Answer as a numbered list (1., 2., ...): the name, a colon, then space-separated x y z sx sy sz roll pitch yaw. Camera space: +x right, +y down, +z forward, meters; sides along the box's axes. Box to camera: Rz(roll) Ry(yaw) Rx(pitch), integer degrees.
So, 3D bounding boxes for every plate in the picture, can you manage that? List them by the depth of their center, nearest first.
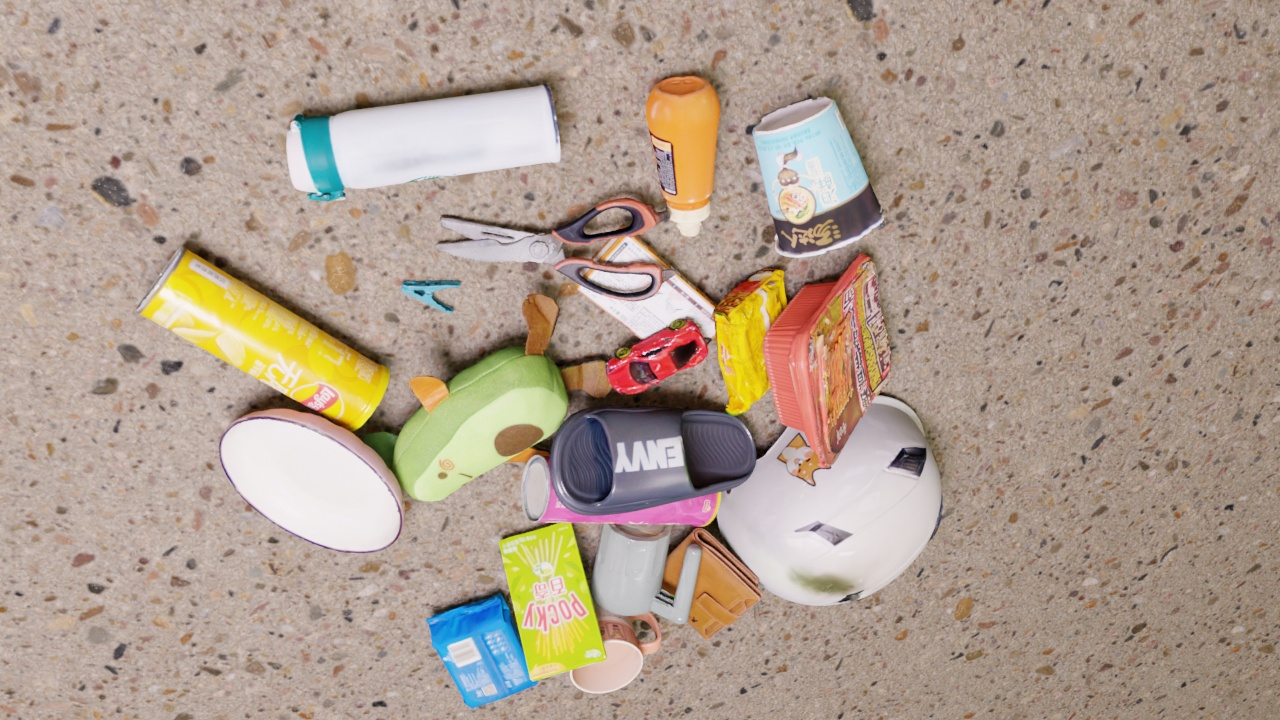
1. plate: -0.313 0.113 0.895 0.192 0.038 0.193 11 133 12

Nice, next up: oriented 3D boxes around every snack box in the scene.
1. snack box: 0.013 -0.060 0.923 0.153 0.026 0.075 38 105 -28
2. snack box: -0.097 0.264 1.013 0.085 0.156 0.026 -15 160 -6

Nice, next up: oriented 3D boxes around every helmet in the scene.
1. helmet: 0.231 0.177 1.038 0.274 0.156 0.230 -27 122 1

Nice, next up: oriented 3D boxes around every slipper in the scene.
1. slipper: 0.031 0.089 0.929 0.267 0.110 0.084 -1 163 -38

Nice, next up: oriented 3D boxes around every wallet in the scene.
1. wallet: 0.078 0.264 1.063 0.119 0.035 0.131 45 136 9

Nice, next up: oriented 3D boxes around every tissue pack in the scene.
1. tissue pack: -0.184 0.344 1.086 0.095 0.052 0.157 -18 122 -2

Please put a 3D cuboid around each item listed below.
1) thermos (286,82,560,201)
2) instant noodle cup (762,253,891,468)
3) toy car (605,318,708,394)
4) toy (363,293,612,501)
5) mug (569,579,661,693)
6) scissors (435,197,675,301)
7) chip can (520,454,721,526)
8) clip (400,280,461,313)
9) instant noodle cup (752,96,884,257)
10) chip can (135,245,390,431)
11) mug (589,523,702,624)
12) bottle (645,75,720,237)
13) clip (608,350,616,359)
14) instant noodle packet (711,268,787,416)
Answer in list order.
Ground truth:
1. thermos: -0.183 -0.184 0.779 0.224 0.073 0.073 -10 121 -8
2. instant noodle cup: 0.188 -0.001 0.939 0.079 0.188 0.165 7 129 34
3. toy car: 0.016 0.000 0.926 0.106 0.031 0.049 -26 122 5
4. toy: -0.147 0.054 0.905 0.247 0.090 0.227 -39 140 5
5. mug: -0.035 0.319 1.079 0.114 0.105 0.082 -5 120 -12
6. scissors: -0.075 -0.114 0.858 0.206 0.015 0.201 -39 110 12
7. chip can: -0.019 0.141 0.979 0.210 0.071 0.071 7 117 -31
8. clip: -0.201 -0.064 0.873 0.054 0.013 0.033 11 114 -20
9. instant noodle cup: 0.158 -0.175 0.858 0.111 0.111 0.120 -25 114 0
10. chip can: -0.335 -0.016 0.831 0.213 0.072 0.072 36 105 -29
11. mug: 0.007 0.230 1.039 0.124 0.083 0.103 20 117 21
12. bottle: 0.042 -0.181 0.845 0.066 0.066 0.150 -12 128 -8
13. clip: -0.007 0.004 0.956 0.058 0.026 0.042 16 121 -22
14. instant noodle packet: 0.117 -0.020 0.944 0.110 0.044 0.128 -39 131 -36
